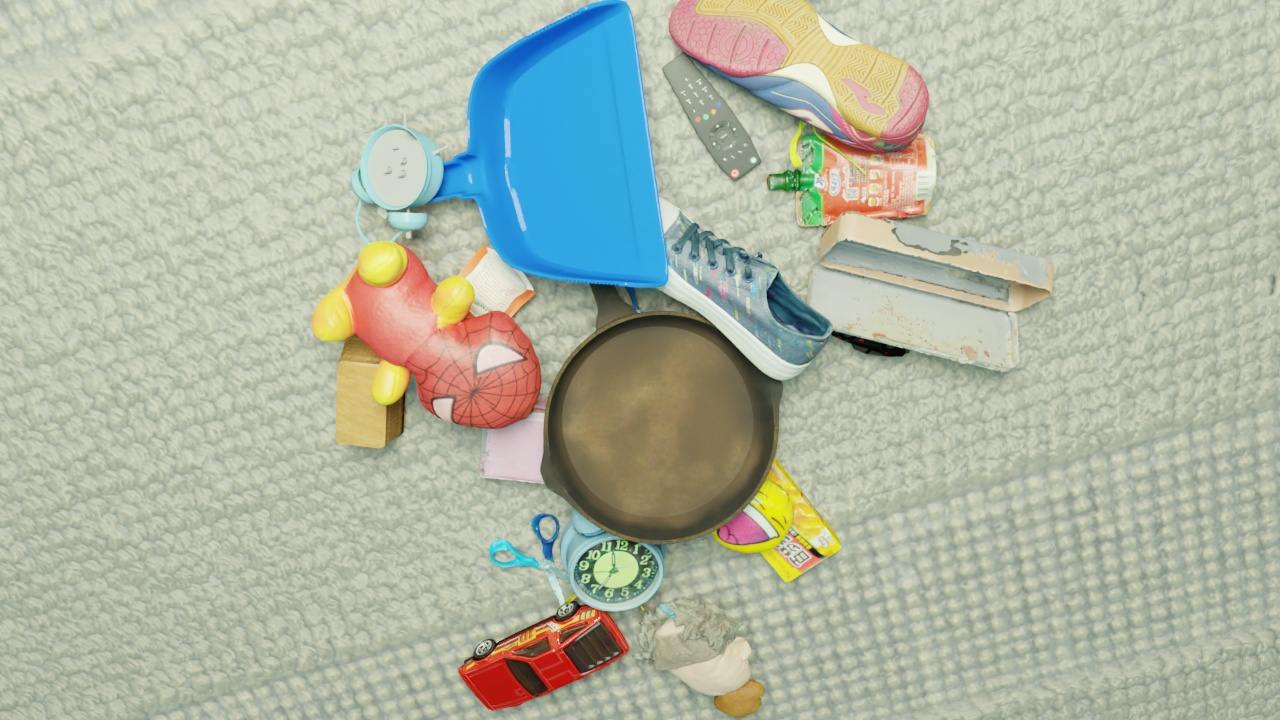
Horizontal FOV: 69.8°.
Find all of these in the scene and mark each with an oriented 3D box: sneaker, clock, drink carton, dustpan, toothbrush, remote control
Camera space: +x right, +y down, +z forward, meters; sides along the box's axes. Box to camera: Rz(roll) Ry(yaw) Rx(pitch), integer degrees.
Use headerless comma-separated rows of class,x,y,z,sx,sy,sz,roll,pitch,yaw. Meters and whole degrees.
sneaker,0.083,-0.081,0.853,0.235,0.087,0.079,40,139,-7
clock,-0.025,0.197,0.982,0.118,0.060,0.162,5,116,-9
drink carton,-0.168,-0.049,0.911,0.069,0.038,0.122,42,110,-14
dustpan,-0.117,-0.172,0.834,0.258,0.059,0.245,-6,96,27
toothbrush,-0.016,-0.088,0.905,0.021,0.016,0.132,-17,110,2
clock,-0.225,-0.157,0.832,0.087,0.041,0.123,39,111,16
sneaker,0.135,-0.249,0.818,0.242,0.091,0.116,30,92,10
remote control,0.066,-0.228,0.857,0.039,0.010,0.125,-34,107,11

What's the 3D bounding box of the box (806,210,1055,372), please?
box,0.277,-0.075,0.874,0.216,0.094,0.108,13,140,-5

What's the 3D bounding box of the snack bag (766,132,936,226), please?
snack bag,0.198,-0.172,0.868,0.155,0.044,0.087,-2,105,5

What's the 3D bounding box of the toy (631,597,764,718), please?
toy,0.077,0.332,1.031,0.133,0.076,0.176,-22,111,37

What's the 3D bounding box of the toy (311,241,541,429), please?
toy,-0.186,-0.017,0.855,0.216,0.098,0.148,38,122,-21

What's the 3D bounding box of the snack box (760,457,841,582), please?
snack box,0.145,0.166,0.996,0.075,0.025,0.152,-36,107,12

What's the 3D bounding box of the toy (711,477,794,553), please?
toy,0.113,0.161,0.958,0.094,0.041,0.095,-38,107,18

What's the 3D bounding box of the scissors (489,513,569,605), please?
scissors,-0.097,0.222,1.020,0.133,0.015,0.103,36,105,-14

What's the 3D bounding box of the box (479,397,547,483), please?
box,-0.050,0.093,0.956,0.233,0.046,0.098,8,109,-4

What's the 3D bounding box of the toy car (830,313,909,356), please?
toy car,0.224,-0.029,0.918,0.091,0.042,0.036,14,136,-4

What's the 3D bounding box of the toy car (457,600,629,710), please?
toy car,-0.110,0.338,1.041,0.189,0.056,0.081,-26,112,11

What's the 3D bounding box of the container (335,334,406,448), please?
container,-0.272,0.034,0.922,0.063,0.061,0.114,7,110,-3

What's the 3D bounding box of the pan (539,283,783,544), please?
pan,-0.005,0.005,0.897,0.248,0.043,0.356,-23,97,-2
